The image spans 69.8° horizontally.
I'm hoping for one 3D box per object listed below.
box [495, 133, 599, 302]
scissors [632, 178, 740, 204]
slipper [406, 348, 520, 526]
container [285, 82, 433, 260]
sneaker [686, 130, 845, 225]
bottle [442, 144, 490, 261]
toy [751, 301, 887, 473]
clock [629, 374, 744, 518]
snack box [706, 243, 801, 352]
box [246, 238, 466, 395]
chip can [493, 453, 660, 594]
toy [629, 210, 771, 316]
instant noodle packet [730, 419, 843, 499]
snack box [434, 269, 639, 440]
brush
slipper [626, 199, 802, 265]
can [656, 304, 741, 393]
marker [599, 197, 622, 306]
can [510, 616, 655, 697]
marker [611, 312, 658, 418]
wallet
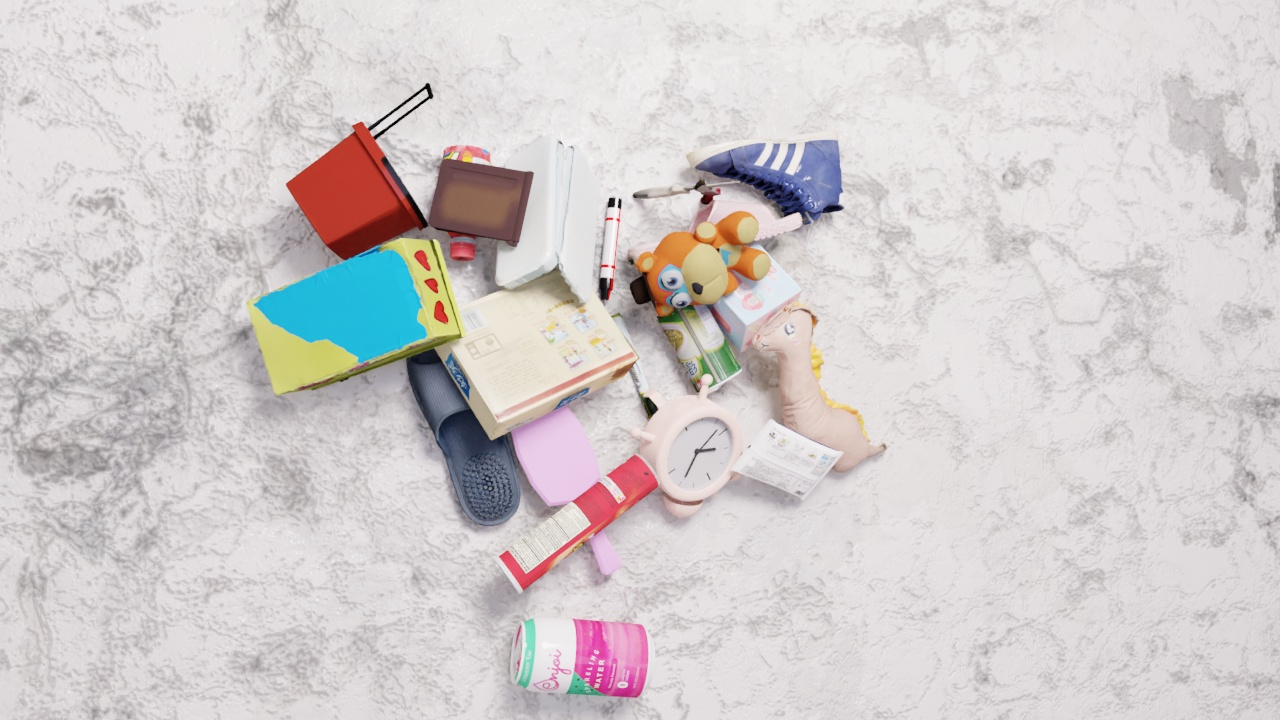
[{"bbox_3d":[-0.123,-0.171,1.142,0.106,0.130,0.210,-11,53,21],"label":"box"},{"bbox_3d":[0.062,-0.217,1.179,0.179,0.196,0.015,4,93,24],"label":"scissors"},{"bbox_3d":[-0.206,0.075,1.116,0.101,0.083,0.263,-19,91,-19],"label":"slipper"},{"bbox_3d":[-0.297,-0.216,1.080,0.200,0.148,0.127,-34,91,-7],"label":"container"},{"bbox_3d":[0.178,-0.237,1.254,0.232,0.092,0.118,-13,91,-25],"label":"sneaker"},{"bbox_3d":[-0.220,-0.194,1.145,0.062,0.062,0.137,4,83,-16],"label":"bottle"},{"bbox_3d":[0.243,0.039,1.228,0.195,0.065,0.264,-17,112,-21],"label":"toy"},{"bbox_3d":[0.062,0.112,1.191,0.131,0.086,0.160,-36,115,-16],"label":"clock"},{"bbox_3d":[0.144,-0.082,1.216,0.094,0.080,0.093,-33,67,-16],"label":"snack box"},{"bbox_3d":[-0.320,-0.048,1.039,0.221,0.082,0.124,-20,89,16],"label":"box"},{"bbox_3d":[-0.074,0.195,1.112,0.214,0.052,0.052,-36,95,-16],"label":"chip can"},{"bbox_3d":[0.070,-0.118,1.138,0.176,0.096,0.112,-18,131,12],"label":"toy"},{"bbox_3d":[0.192,0.132,1.198,0.134,0.026,0.087,25,112,-29],"label":"instant noodle packet"},{"bbox_3d":[-0.128,-0.015,1.113,0.206,0.055,0.153,-25,74,-32],"label":"snack box"},{"bbox_3d":[-0.087,0.164,1.162,0.089,0.043,0.228,-27,93,-17],"label":"brush"},{"bbox_3d":[0.094,-0.177,1.219,0.239,0.094,0.064,-13,93,-11],"label":"slipper"},{"bbox_3d":[0.078,-0.021,1.213,0.067,0.067,0.121,-30,93,-16],"label":"can"},{"bbox_3d":[-0.041,-0.143,1.214,0.019,0.019,0.145,7,83,-15],"label":"marker"},{"bbox_3d":[-0.071,0.364,1.126,0.165,0.088,0.088,9,83,-15],"label":"can"},{"bbox_3d":[-0.007,0.007,1.213,0.017,0.017,0.146,-22,91,-17],"label":"marker"},{"bbox_3d":[-0.191,-0.190,1.097,0.116,0.018,0.091,11,86,13],"label":"wallet"}]
